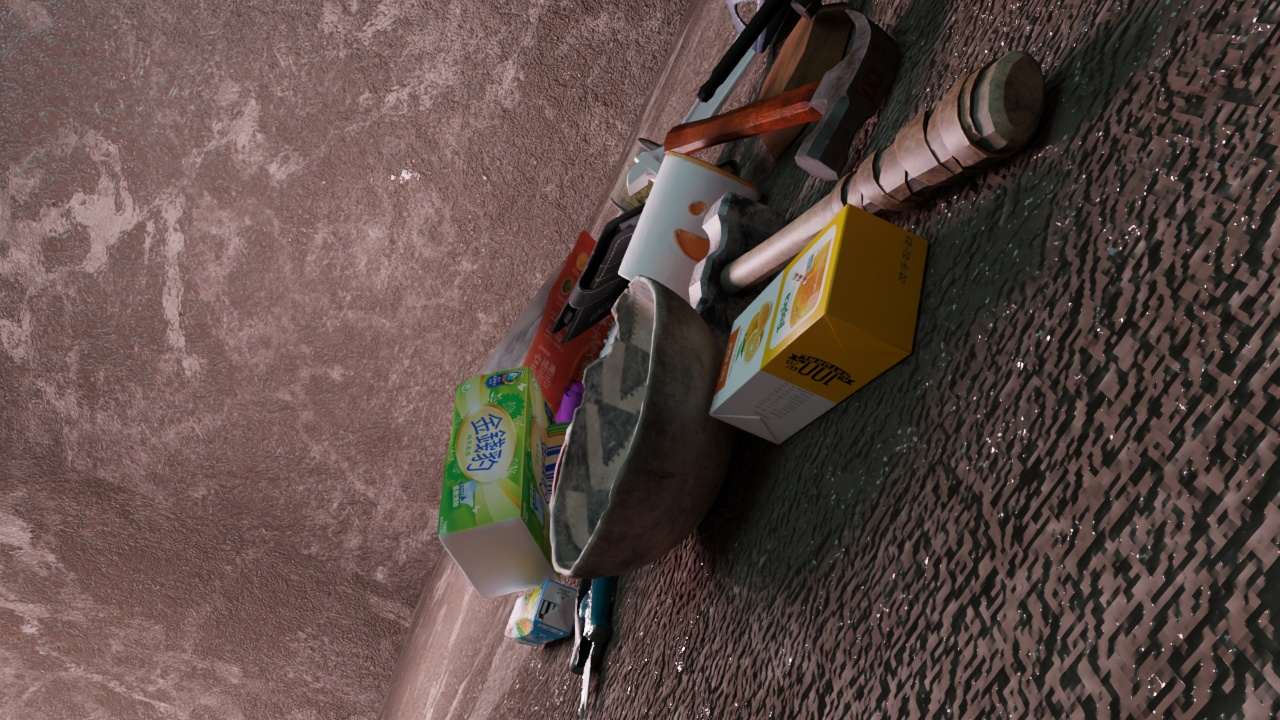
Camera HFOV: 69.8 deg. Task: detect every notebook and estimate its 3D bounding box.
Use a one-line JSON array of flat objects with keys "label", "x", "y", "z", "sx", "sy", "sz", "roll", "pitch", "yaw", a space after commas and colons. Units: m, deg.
[{"label": "notebook", "x": -0.002, "y": -0.103, "z": 0.904, "sx": 0.169, "sy": 0.029, "sz": 0.210, "roll": -36, "pitch": -11, "yaw": -30}]

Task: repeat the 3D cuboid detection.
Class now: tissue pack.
[{"label": "tissue pack", "x": -0.092, "y": 0.100, "z": 0.836, "sx": 0.120, "sy": 0.141, "sz": 0.197, "roll": 67, "pitch": -168, "yaw": -47}]

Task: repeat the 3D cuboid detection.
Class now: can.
[{"label": "can", "x": 0.022, "y": -0.187, "z": 0.994, "sx": 0.089, "sy": 0.090, "sz": 0.075, "roll": -92, "pitch": 27, "yaw": -68}]

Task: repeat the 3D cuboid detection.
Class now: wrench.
[{"label": "wrench", "x": 0.067, "y": -0.259, "z": 0.950, "sx": 0.272, "sy": 0.066, "sz": 0.018, "roll": -58, "pitch": -23, "yaw": -24}]

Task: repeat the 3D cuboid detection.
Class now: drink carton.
[{"label": "drink carton", "x": 0.077, "y": -0.011, "z": 0.427, "sx": 0.123, "sy": 0.040, "sz": 0.058, "roll": 130, "pitch": 161, "yaw": -59}, {"label": "drink carton", "x": -0.084, "y": 0.216, "z": 0.780, "sx": 0.129, "sy": 0.038, "sz": 0.044, "roll": 132, "pitch": 159, "yaw": -62}]

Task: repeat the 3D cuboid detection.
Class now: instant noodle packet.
[{"label": "instant noodle packet", "x": -0.081, "y": -0.016, "z": 1.028, "sx": 0.220, "sy": 0.084, "sz": 0.164, "roll": -59, "pitch": -34, "yaw": -10}]

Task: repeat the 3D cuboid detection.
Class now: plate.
[{"label": "plate", "x": 0.123, "y": -0.225, "z": 0.723, "sx": 0.131, "sy": 0.025, "sz": 0.131, "roll": -158, "pitch": 91, "yaw": -80}]

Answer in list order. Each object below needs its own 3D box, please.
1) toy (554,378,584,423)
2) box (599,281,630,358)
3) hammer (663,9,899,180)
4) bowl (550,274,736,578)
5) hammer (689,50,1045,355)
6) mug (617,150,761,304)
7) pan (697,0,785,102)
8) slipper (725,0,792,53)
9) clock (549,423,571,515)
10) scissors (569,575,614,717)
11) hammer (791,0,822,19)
[{"label": "toy", "x": -0.067, "y": 0.074, "z": 0.983, "sx": 0.106, "sy": 0.056, "sz": 0.088, "roll": -66, "pitch": -3, "yaw": -80}, {"label": "box", "x": -0.005, "y": 0.005, "z": 0.824, "sx": 0.205, "sy": 0.050, "sz": 0.118, "roll": -103, "pitch": 34, "yaw": -75}, {"label": "hammer", "x": 0.082, "y": -0.175, "z": 0.663, "sx": 0.111, "sy": 0.028, "sz": 0.301, "roll": -62, "pitch": 20, "yaw": -4}, {"label": "bowl", "x": 0.010, "y": 0.046, "z": 0.534, "sx": 0.178, "sy": 0.081, "sz": 0.178, "roll": -165, "pitch": 91, "yaw": -79}, {"label": "hammer", "x": 0.094, "y": -0.070, "z": 0.483, "sx": 0.319, "sy": 0.049, "sz": 0.121, "roll": 150, "pitch": 138, "yaw": -71}, {"label": "mug", "x": 0.039, "y": -0.102, "z": 0.731, "sx": 0.082, "sy": 0.082, "sz": 0.105, "roll": -121, "pitch": 53, "yaw": -78}, {"label": "pan", "x": 0.141, "y": -0.346, "z": 0.674, "sx": 0.357, "sy": 0.044, "sz": 0.203, "roll": -50, "pitch": 12, "yaw": 26}, {"label": "slipper", "x": 0.106, "y": -0.379, "z": 0.840, "sx": 0.101, "sy": 0.082, "sz": 0.264, "roll": -63, "pitch": -9, "yaw": -10}, {"label": "clock", "x": -0.031, "y": 0.088, "z": 0.679, "sx": 0.138, "sy": 0.048, "sz": 0.096, "roll": 7, "pitch": 83, "yaw": 65}, {"label": "scissors", "x": -0.034, "y": 0.181, "z": 0.650, "sx": 0.126, "sy": 0.019, "sz": 0.144, "roll": 139, "pitch": 151, "yaw": -67}, {"label": "hammer", "x": 0.159, "y": -0.241, "z": 0.524, "sx": 0.123, "sy": 0.036, "sz": 0.320, "roll": -47, "pitch": 17, "yaw": 17}]
